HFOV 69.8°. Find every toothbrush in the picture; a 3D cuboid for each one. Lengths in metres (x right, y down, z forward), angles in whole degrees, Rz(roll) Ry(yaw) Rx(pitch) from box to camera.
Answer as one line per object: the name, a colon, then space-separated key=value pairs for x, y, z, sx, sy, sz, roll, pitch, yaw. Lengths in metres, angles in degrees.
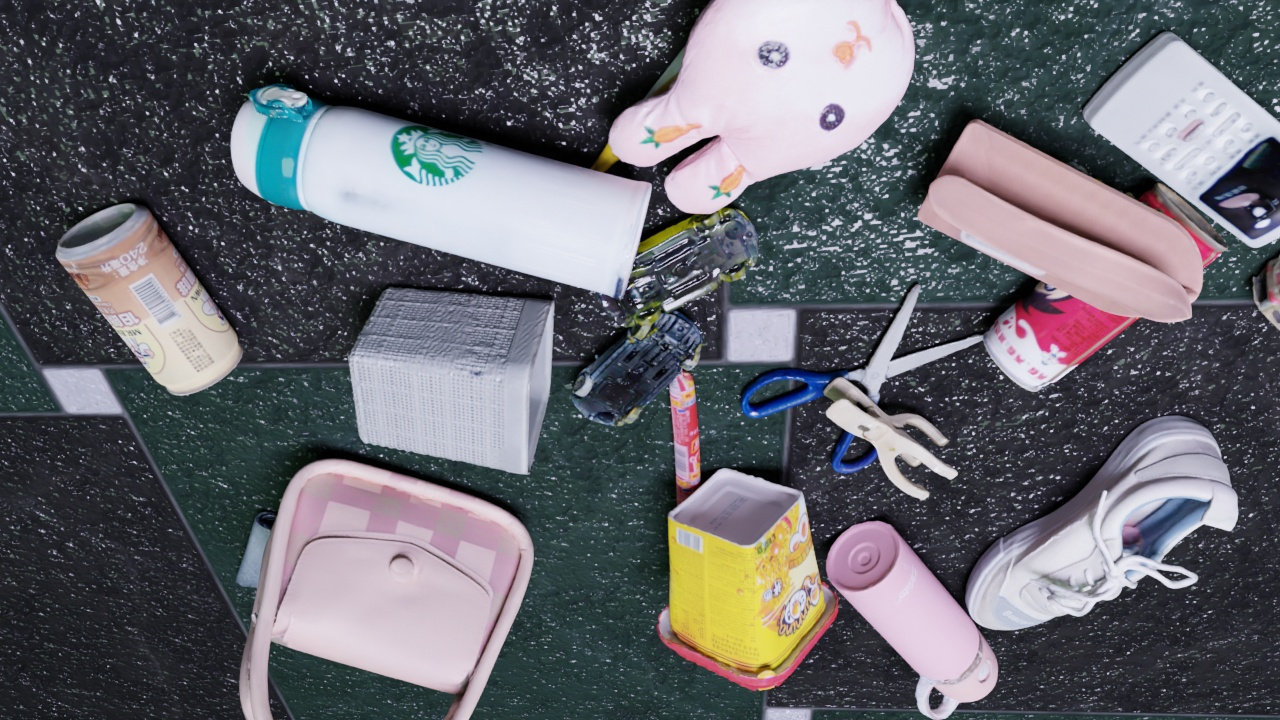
toothbrush: x=-0.008 y=-0.125 z=0.520 sx=0.016 sy=0.018 sz=0.192 roll=32 pitch=125 yaw=-23

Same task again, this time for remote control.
remote control: x=0.317 y=-0.117 z=0.506 sx=0.150 sy=0.021 sz=0.058 roll=27 pitch=126 yaw=-17

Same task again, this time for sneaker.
sneaker: x=0.341 y=0.152 z=0.685 sx=0.089 sy=0.090 sz=0.243 roll=21 pitch=129 yaw=-12

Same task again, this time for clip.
clip: x=0.172 y=0.045 z=0.639 sx=0.104 sy=0.083 sz=0.035 roll=42 pitch=121 yaw=1

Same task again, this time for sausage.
sausage: x=0.034 y=0.065 z=0.675 sx=0.020 sy=0.020 sz=0.156 roll=-2 pitch=130 yaw=5

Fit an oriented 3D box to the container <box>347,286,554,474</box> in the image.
container: x=-0.120 y=0.009 z=0.596 sx=0.114 sy=0.090 sz=0.090 roll=8 pitch=129 yaw=1

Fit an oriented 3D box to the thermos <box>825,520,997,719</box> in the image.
thermos: x=0.224 y=0.221 z=0.756 sx=0.198 sy=0.087 sz=0.067 roll=48 pitch=161 yaw=-30

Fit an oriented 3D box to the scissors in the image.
scissors: x=0.151 y=0.018 z=0.636 sx=0.175 sy=0.012 sz=0.162 roll=-6 pitch=128 yaw=7

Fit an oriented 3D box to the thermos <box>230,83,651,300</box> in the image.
thermos: x=-0.109 y=-0.096 z=0.507 sx=0.224 sy=0.073 sz=0.073 roll=15 pitch=129 yaw=1

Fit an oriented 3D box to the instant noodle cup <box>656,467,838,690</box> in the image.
instant noodle cup: x=0.076 y=0.157 z=0.685 sx=0.116 sy=0.115 sz=0.124 roll=14 pitch=124 yaw=38

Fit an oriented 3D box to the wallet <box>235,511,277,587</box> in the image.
wallet: x=-0.280 y=0.179 z=0.792 sx=0.120 sy=0.019 sz=0.097 roll=21 pitch=130 yaw=-15

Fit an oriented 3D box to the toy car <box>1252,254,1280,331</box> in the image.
toy car: x=0.416 y=-0.028 z=0.562 sx=0.090 sy=0.042 sz=0.035 roll=32 pitch=148 yaw=-16

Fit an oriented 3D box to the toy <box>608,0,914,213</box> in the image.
toy: x=0.063 y=-0.138 z=0.481 sx=0.160 sy=0.054 sz=0.121 roll=-36 pitch=131 yaw=29

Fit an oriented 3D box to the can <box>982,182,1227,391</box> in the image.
can: x=0.274 y=-0.040 z=0.552 sx=0.053 sy=0.053 sz=0.133 roll=28 pitch=126 yaw=-19

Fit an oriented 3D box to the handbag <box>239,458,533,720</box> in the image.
handbag: x=-0.189 y=0.194 z=0.657 sx=0.193 sy=0.233 sz=0.094 roll=21 pitch=130 yaw=-14

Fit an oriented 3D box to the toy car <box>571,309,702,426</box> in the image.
toy car: x=-0.004 y=0.004 z=0.619 sx=0.049 sy=0.031 sz=0.106 roll=33 pitch=123 yaw=-21

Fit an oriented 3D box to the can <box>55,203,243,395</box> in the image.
can: x=-0.310 y=-0.038 z=0.585 sx=0.058 sy=0.058 sz=0.116 roll=-11 pitch=129 yaw=12

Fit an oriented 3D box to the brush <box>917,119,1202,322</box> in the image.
brush: x=0.226 y=-0.068 z=0.490 sx=0.146 sy=0.072 sz=0.063 roll=32 pitch=129 yaw=13

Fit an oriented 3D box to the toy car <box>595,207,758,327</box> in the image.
toy car: x=0.021 y=-0.060 z=0.565 sx=0.105 sy=0.032 sz=0.048 roll=-26 pitch=124 yaw=9
